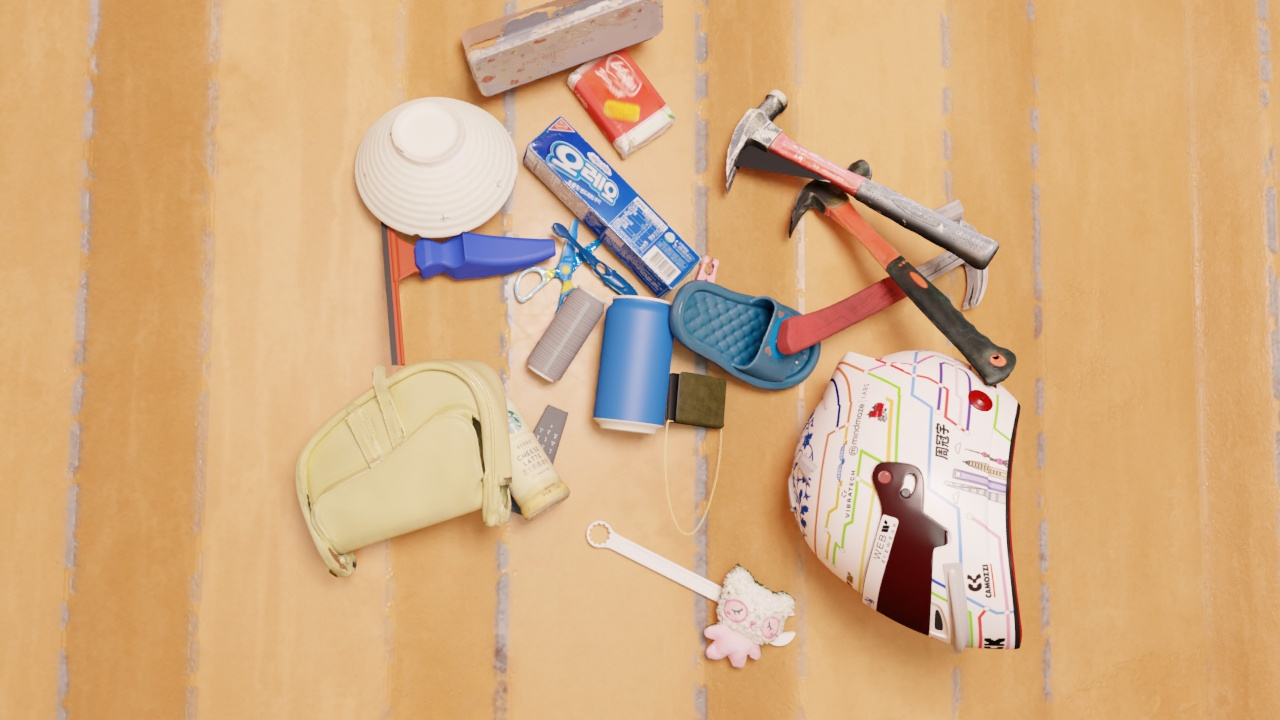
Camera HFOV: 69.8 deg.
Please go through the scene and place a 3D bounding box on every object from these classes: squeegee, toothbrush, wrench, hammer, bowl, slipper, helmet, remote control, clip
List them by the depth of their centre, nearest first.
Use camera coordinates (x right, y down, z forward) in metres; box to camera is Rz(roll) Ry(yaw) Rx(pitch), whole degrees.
[{"bbox_3d":[-0.222,-0.225,0.976,0.177,0.071,0.177,1,70,-3],"label":"bowl"},{"bbox_3d":[0.279,0.142,0.983,0.236,0.231,0.314,2,70,17],"label":"helmet"},{"bbox_3d":[-0.186,-0.115,1.008,0.184,0.055,0.249,-6,70,-10],"label":"squeegee"},{"bbox_3d":[0.291,-0.098,1.016,0.133,0.033,0.333,-26,57,-15],"label":"hammer"},{"bbox_3d":[-0.116,0.111,1.026,0.039,0.010,0.124,23,82,-8],"label":"remote control"},{"bbox_3d":[0.125,-0.027,1.034,0.213,0.059,0.103,17,84,-31],"label":"slipper"},{"bbox_3d":[0.243,-0.187,1.034,0.326,0.036,0.140,33,73,18],"label":"hammer"},{"bbox_3d":[-0.051,-0.111,1.044,0.132,0.016,0.021,41,74,-19],"label":"toothbrush"},{"bbox_3d":[0.060,0.253,1.050,0.273,0.009,0.047,28,82,-7],"label":"wrench"},{"bbox_3d":[0.286,-0.077,1.070,0.315,0.036,0.126,-26,93,-24],"label":"hammer"},{"bbox_3d":[0.071,-0.096,1.072,0.037,0.022,0.058,17,78,-6],"label":"clip"}]

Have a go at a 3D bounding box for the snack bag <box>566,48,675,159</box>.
[{"bbox_3d":[-0.022,-0.301,1.060,0.077,0.036,0.116,-38,93,-10],"label":"snack bag"}]

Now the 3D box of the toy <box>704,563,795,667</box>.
[{"bbox_3d":[0.119,0.296,1.033,0.095,0.041,0.109,30,87,-9],"label":"toy"}]

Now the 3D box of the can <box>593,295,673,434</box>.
[{"bbox_3d":[-0.006,0.006,1.019,0.079,0.079,0.146,8,85,-10],"label":"can"}]

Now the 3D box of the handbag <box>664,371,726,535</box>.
[{"bbox_3d":[0.058,0.105,1.035,0.084,0.027,0.178,11,79,-37],"label":"handbag"}]

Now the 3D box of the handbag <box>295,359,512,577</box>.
[{"bbox_3d":[-0.242,0.104,0.936,0.233,0.088,0.191,-20,84,7],"label":"handbag"}]

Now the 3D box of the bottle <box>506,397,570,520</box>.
[{"bbox_3d":[-0.140,0.091,0.992,0.056,0.056,0.162,-31,80,-11],"label":"bottle"}]

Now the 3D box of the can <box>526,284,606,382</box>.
[{"bbox_3d":[-0.082,-0.029,1.018,0.044,0.044,0.106,33,91,-7],"label":"can"}]

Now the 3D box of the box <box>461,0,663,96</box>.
[{"bbox_3d":[-0.089,-0.367,1.001,0.216,0.096,0.105,-21,65,-4],"label":"box"}]

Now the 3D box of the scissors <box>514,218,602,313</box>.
[{"bbox_3d":[-0.095,-0.107,1.047,0.105,0.019,0.131,14,83,-14],"label":"scissors"}]

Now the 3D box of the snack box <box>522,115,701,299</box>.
[{"bbox_3d":[-0.032,-0.169,1.034,0.226,0.060,0.059,44,74,-4],"label":"snack box"}]
